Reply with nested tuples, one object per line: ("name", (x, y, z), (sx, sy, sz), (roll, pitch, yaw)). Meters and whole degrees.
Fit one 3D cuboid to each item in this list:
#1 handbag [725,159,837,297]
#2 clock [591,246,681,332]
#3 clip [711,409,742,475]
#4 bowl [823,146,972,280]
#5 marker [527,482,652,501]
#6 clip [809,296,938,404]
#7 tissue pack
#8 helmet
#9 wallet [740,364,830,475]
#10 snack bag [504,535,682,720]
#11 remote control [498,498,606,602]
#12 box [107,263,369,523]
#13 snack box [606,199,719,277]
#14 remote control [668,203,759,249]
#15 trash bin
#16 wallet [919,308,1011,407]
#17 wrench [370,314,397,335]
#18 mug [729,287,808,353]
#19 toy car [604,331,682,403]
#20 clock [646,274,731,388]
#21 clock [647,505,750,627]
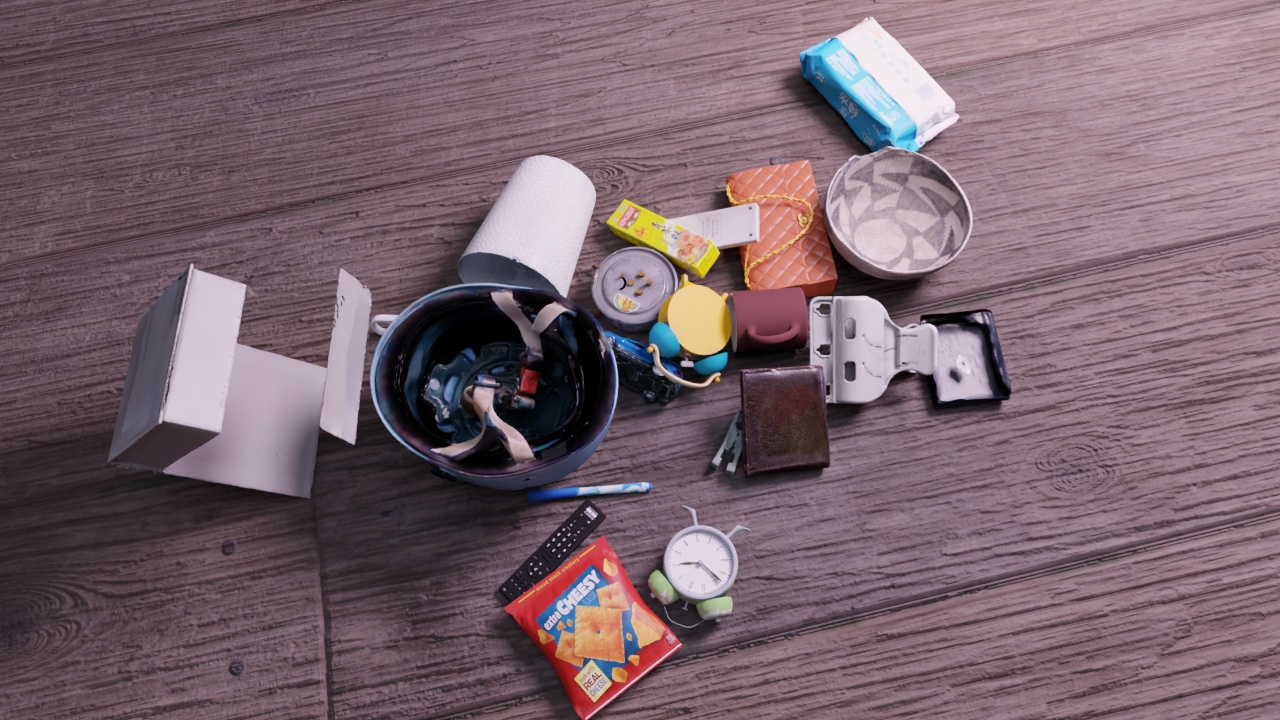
("handbag", (0.172, -0.162, 1.144), (0.109, 0.060, 0.171), (-9, 67, 2))
("clock", (0.008, -0.084, 1.115), (0.148, 0.056, 0.103), (4, 68, 5))
("clip", (0.109, 0.094, 1.057), (0.045, 0.023, 0.076), (24, 72, 9))
("bowl", (0.306, -0.165, 1.127), (0.178, 0.081, 0.178), (1, 65, -2))
("marker", (-0.057, 0.149, 1.043), (0.142, 0.013, 0.013), (-4, 67, -1))
("clip", (0.267, -0.012, 1.061), (0.144, 0.075, 0.125), (0, 96, -1))
("tissue pack", (0.317, -0.357, 1.216), (0.117, 0.066, 0.209), (-34, 72, -13))
("helmet", (-0.156, 0.038, 1.007), (0.266, 0.167, 0.225), (16, 66, 6))
("wallet", (0.163, 0.067, 1.040), (0.099, 0.031, 0.120), (-4, 93, -9))
("snack bag", (-0.050, 0.282, 0.973), (0.130, 0.039, 0.144), (-35, 71, -12))
("remote control", (-0.097, 0.213, 1.019), (0.030, 0.009, 0.140), (41, 74, 16))
("box", (-0.424, 0.059, 1.023), (0.172, 0.380, 0.167), (-7, 66, 16))
("snack box", (0.027, -0.152, 1.134), (0.148, 0.029, 0.040), (31, 81, 30))
("remote control", (0.081, -0.159, 1.138), (0.136, 0.011, 0.050), (-7, 69, 25))
("trash bin", (-0.129, -0.153, 1.112), (0.133, 0.133, 0.161), (16, 64, 8))
("wallet", (0.381, -0.002, 1.087), (0.089, 0.026, 0.114), (-5, 68, 0))
("wrench", (-0.192, -0.040, 1.103), (0.273, 0.066, 0.018), (1, 52, 7))
("mug", (0.151, -0.042, 1.072), (0.082, 0.105, 0.073), (-4, 112, 0))
("toy car", (-0.006, 0.006, 1.082), (0.120, 0.056, 0.043), (27, 45, 6))
("clock", (0.060, -0.032, 1.065), (0.099, 0.044, 0.129), (23, 67, -19))
("clock", (0.063, 0.228, 0.991), (0.094, 0.043, 0.119), (20, 69, 10))
